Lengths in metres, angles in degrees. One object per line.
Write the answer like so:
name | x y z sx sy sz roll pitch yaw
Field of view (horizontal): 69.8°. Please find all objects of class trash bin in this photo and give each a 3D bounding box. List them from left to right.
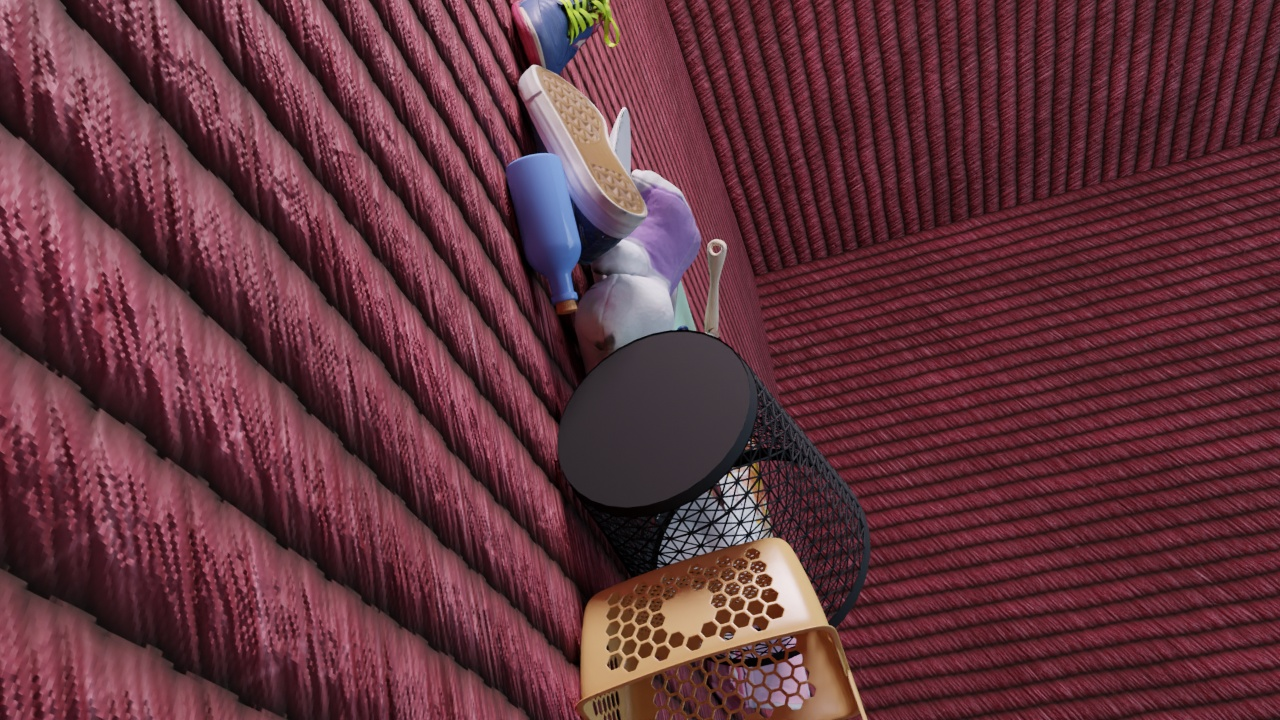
trash bin | 0.058 0.111 0.783 0.243 0.217 0.216 54 23 -44

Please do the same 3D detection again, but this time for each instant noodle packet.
instant noodle packet | 0.136 0.183 1.140 0.146 0.057 0.269 29 45 -60

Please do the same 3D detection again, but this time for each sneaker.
sneaker | -0.071 -0.184 0.846 0.087 0.079 0.235 16 38 -41
sneaker | -0.077 -0.373 0.980 0.241 0.091 0.116 -84 159 -58

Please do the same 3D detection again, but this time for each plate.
plate | -0.038 -0.150 0.973 0.229 0.030 0.229 8 87 -87
plate | 0.060 0.221 0.989 0.172 0.019 0.172 31 48 -44

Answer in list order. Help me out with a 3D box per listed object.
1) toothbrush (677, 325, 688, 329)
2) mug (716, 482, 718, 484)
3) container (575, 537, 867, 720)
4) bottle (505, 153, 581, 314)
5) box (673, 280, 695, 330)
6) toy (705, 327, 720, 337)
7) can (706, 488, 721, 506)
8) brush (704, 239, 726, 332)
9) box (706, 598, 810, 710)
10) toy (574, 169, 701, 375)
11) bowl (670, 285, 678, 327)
toothbrush | 0.063 0.022 1.249 0.190 0.016 0.017 83 -3 -49
mug | 0.102 0.117 1.271 0.090 0.076 0.123 55 23 -59
container | 0.056 0.233 0.647 0.166 0.183 0.129 -102 170 -49
bottle | -0.075 -0.103 0.765 0.048 0.048 0.131 8 68 -77
box | 0.036 -0.119 1.336 0.137 0.056 0.187 -74 149 -56
toy | 0.066 -0.001 1.295 0.112 0.050 0.087 -61 144 -20
can | 0.070 0.184 1.100 0.100 0.054 0.059 58 19 -59
brush | 0.102 -0.048 1.339 0.077 0.062 0.273 -78 172 -62
box | 0.123 0.318 1.151 0.172 0.075 0.232 32 37 -32
toy | 0.002 -0.065 0.871 0.138 0.085 0.208 74 30 -60
bowl | 0.009 -0.071 1.041 0.132 0.064 0.132 10 86 -88
